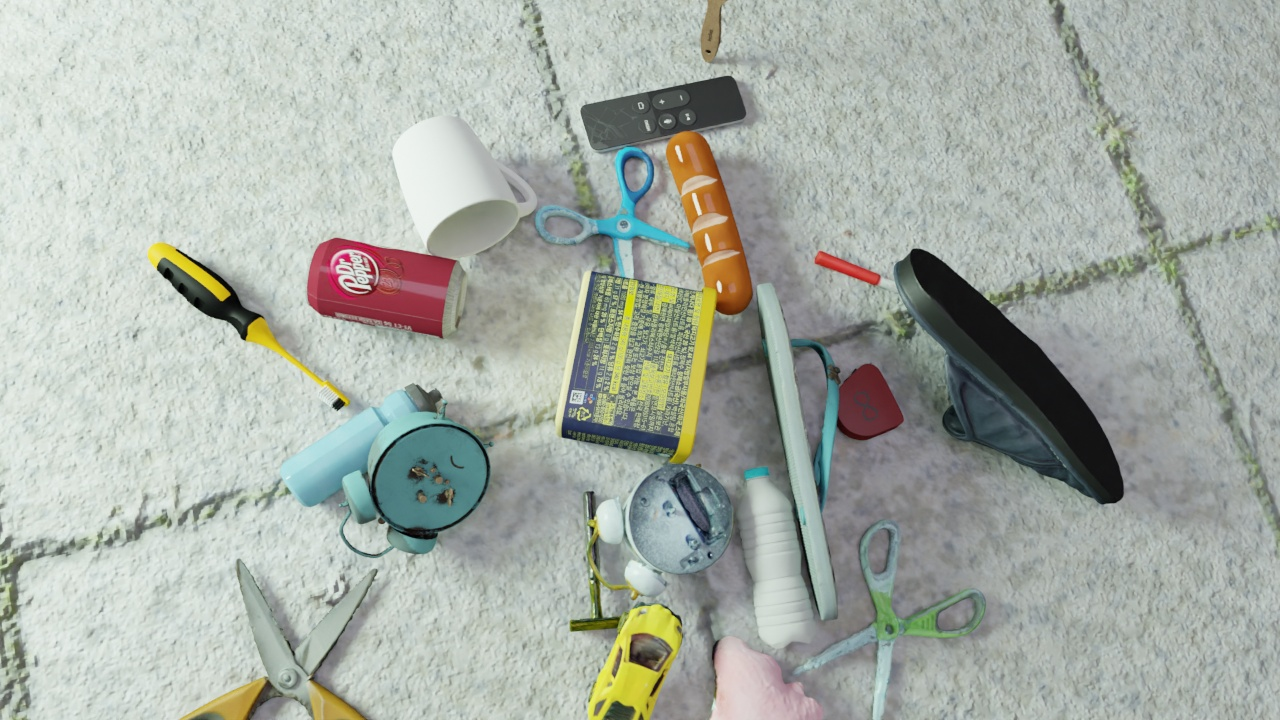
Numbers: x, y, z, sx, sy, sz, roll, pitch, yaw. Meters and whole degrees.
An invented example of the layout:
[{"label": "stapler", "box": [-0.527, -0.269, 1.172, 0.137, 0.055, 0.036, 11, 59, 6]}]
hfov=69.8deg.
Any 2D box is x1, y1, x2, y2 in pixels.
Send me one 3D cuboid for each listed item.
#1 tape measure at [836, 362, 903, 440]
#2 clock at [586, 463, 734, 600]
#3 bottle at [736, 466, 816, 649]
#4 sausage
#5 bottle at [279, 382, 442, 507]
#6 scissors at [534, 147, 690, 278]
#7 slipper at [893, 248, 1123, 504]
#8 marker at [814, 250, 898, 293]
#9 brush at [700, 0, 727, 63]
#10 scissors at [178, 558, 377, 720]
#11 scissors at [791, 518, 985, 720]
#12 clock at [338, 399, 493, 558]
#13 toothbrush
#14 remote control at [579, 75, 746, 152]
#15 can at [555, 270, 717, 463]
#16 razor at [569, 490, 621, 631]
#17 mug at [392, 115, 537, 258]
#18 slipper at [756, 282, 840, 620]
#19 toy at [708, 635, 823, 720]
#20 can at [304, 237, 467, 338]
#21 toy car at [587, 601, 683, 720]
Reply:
[{"label": "tape measure", "box": [0.184, 0.036, 0.767, 0.051, 0.019, 0.059, -20, 72, -9]}, {"label": "clock", "box": [0.014, 0.129, 0.699, 0.117, 0.057, 0.083, -28, 84, -17]}, {"label": "bottle", "box": [0.103, 0.151, 0.715, 0.044, 0.044, 0.136, -8, 77, -9]}, {"label": "sausage", "box": [0.059, -0.116, 0.776, 0.039, 0.044, 0.164, -22, 77, 30]}, {"label": "bottle", "box": [-0.209, 0.061, 0.703, 0.130, 0.040, 0.040, -34, 82, -13]}, {"label": "scissors", "box": [-0.018, -0.126, 0.786, 0.134, 0.011, 0.140, 17, 75, 0]}, {"label": "slipper", "box": [0.285, 0.026, 0.758, 0.265, 0.084, 0.108, 42, 36, -9]}, {"label": "marker", "box": [0.219, -0.066, 0.799, 0.142, 0.013, 0.012, 20, 75, -2]}, {"label": "brush", "box": [0.063, -0.295, 0.769, 0.045, 0.143, 0.008, 19, 73, 7]}, {"label": "scissors", "box": [-0.252, 0.255, 0.662, 0.230, 0.016, 0.225, 41, 75, 4]}, {"label": "scissors", "box": [0.193, 0.208, 0.731, 0.171, 0.024, 0.165, -18, 85, -13]}, {"label": "clock", "box": [-0.169, 0.092, 0.679, 0.124, 0.053, 0.090, -46, 122, -7]}, {"label": "toothbrush", "box": [-0.306, -0.027, 0.720, 0.196, 0.031, 0.030, 39, 50, -1]}, {"label": "remote control", "box": [0.021, -0.219, 0.815, 0.146, 0.008, 0.045, -14, 78, -10]}, {"label": "can", "box": [-0.004, 0.004, 0.724, 0.104, 0.075, 0.135, 10, 75, -2]}, {"label": "razor", "box": [-0.037, 0.154, 0.711, 0.042, 0.026, 0.105, -3, 73, -5]}, {"label": "mug", "box": [-0.139, -0.144, 0.750, 0.114, 0.081, 0.087, -13, 69, -42]}, {"label": "slipper", "box": [0.136, 0.062, 0.710, 0.055, 0.098, 0.268, -10, 78, 6]}, {"label": "toy", "box": [0.089, 0.263, 0.683, 0.093, 0.050, 0.102, 13, 72, 0]}, {"label": "can", "box": [-0.198, -0.057, 0.721, 0.114, 0.063, 0.063, 10, 75, -4]}, {"label": "toy car", "box": [-0.003, 0.229, 0.678, 0.049, 0.030, 0.107, 20, 98, -2]}]
